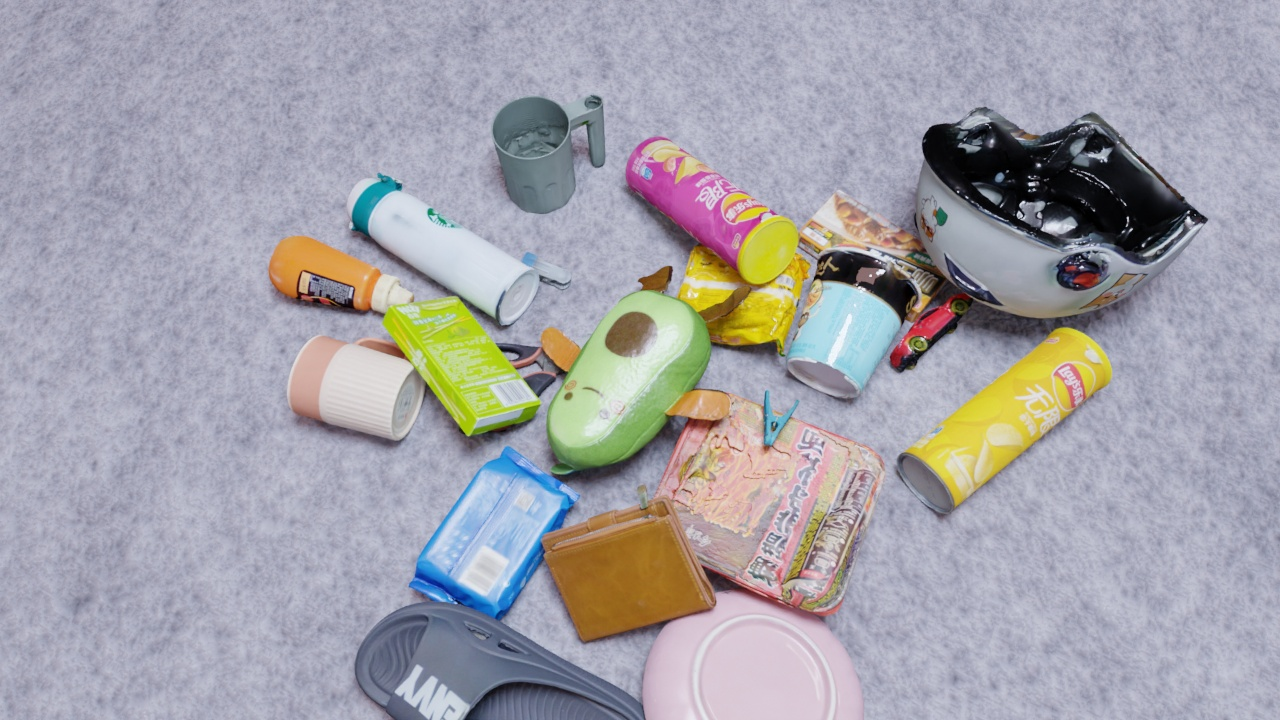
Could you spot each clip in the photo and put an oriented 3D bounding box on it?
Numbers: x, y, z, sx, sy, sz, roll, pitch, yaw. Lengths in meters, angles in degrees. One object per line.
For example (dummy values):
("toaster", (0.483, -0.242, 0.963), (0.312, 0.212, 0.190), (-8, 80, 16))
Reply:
("clip", (0.121, 0.053, 0.826), (0.033, 0.013, 0.053), (18, 60, 8))
("clip", (-0.101, -0.094, 0.986), (0.058, 0.042, 0.026), (20, 66, 8))

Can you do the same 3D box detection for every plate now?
("plate", (0.099, 0.277, 0.766), (0.192, 0.039, 0.192), (5, 54, -7))

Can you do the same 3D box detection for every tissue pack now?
("tissue pack", (-0.133, 0.163, 0.847), (0.095, 0.052, 0.156), (29, 69, 12))

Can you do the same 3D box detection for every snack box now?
("snack box", (0.249, -0.113, 0.976), (0.154, 0.026, 0.075), (37, 72, 17))
("snack box", (-0.174, 0.002, 0.896), (0.156, 0.026, 0.085), (48, 35, 21))

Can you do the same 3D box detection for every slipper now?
("slipper", (-0.116, 0.284, 0.757), (0.268, 0.083, 0.110), (20, 89, 7))

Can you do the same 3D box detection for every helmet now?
("helmet", (0.383, -0.128, 0.898), (0.273, 0.157, 0.229), (-6, 47, -16))

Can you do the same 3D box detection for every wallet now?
("wallet", (-0.016, 0.177, 0.794), (0.131, 0.035, 0.119), (-21, 94, 22))

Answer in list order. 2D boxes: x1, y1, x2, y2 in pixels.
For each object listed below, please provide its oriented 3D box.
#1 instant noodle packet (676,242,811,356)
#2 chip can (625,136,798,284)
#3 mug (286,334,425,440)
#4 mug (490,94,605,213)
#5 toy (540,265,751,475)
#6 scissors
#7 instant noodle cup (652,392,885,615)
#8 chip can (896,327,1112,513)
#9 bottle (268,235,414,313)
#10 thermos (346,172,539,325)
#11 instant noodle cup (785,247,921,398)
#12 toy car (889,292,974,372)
("instant noodle packet", (0.102, -0.064, 0.939), (0.128, 0.044, 0.110), (10, 71, 23))
("chip can", (0.067, -0.159, 0.944), (0.071, 0.071, 0.210), (-34, 48, -13))
("mug", (-0.272, 0.019, 0.911), (0.106, 0.082, 0.114), (15, 37, 7))
("mug", (-0.095, -0.229, 1.000), (0.124, 0.103, 0.083), (-23, 66, -10))
("toy", (-0.005, 0.005, 0.871), (0.227, 0.090, 0.246), (20, 68, 37))
("scissors", (-0.095, 0.013, 0.936), (0.202, 0.015, 0.205), (21, 66, 12))
("instant noodle cup", (0.111, 0.131, 0.837), (0.189, 0.079, 0.164), (22, 67, 12))
("chip can", (0.345, 0.056, 0.870), (0.213, 0.072, 0.072), (-35, 69, -12))
("bottle", (-0.311, -0.083, 0.967), (0.149, 0.067, 0.066), (18, 66, 2))
("thermos", (-0.214, -0.124, 0.975), (0.224, 0.073, 0.073), (32, 70, 16))
("instant noodle cup", (0.202, -0.032, 0.902), (0.111, 0.111, 0.120), (25, 74, 13))
("toy car", (0.294, -0.032, 0.924), (0.106, 0.049, 0.031), (-38, 71, -13))
